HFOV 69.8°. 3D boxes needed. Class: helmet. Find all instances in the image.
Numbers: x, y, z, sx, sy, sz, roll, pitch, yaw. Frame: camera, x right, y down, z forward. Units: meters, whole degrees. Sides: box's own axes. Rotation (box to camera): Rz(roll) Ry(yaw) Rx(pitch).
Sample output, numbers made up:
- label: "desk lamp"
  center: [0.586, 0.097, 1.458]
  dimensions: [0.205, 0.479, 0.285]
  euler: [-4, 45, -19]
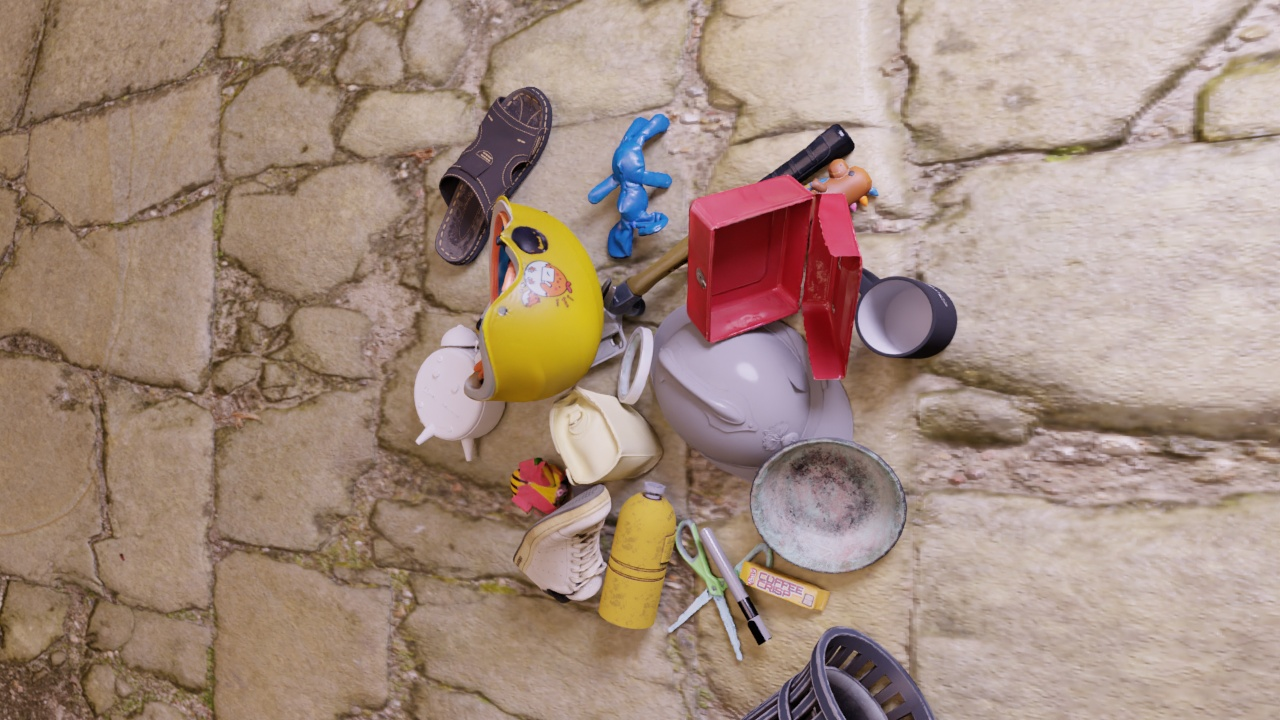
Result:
- label: "helmet"
  center: [-0.111, -0.063, 1.037]
  dimensions: [0.210, 0.139, 0.239]
  euler: [122, 154, -59]
- label: "helmet"
  center: [0.093, 0.038, 1.000]
  dimensions: [0.271, 0.117, 0.184]
  euler: [38, 109, 25]

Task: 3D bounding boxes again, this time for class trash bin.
- label: "trash bin"
  center: [0.163, 0.404, 0.932]
  dimensions: [0.228, 0.164, 0.164]
  euler: [-48, 66, 26]

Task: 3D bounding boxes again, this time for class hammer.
- label: "hammer"
  center: [0.088, -0.149, 1.021]
  dimensions: [0.334, 0.117, 0.025]
  euler: [-35, 75, 22]

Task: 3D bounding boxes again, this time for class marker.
- label: "marker"
  center: [0.106, 0.253, 1.035]
  dimensions: [0.016, 0.016, 0.140]
  euler: [-39, 69, 26]

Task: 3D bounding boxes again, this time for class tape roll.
- label: "tape roll"
  center: [-0.006, 0.006, 1.090]
  dimensions: [0.093, 0.013, 0.093]
  euler: [-167, 91, -76]

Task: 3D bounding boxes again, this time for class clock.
- label: "clock"
  center: [-0.249, 0.043, 1.243]
  dimensions: [0.125, 0.072, 0.161]
  euler: [34, 107, 28]

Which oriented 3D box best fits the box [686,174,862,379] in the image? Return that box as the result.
- label: "box"
  center: [0.127, -0.087, 0.928]
  dimensions: [0.168, 0.153, 0.157]
  euler: [2, 132, 6]

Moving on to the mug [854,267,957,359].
- label: "mug"
  center: [0.254, -0.053, 0.917]
  dimensions: [0.113, 0.087, 0.078]
  euler: [48, 113, 23]

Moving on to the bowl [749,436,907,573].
- label: "bowl"
  center: [0.195, 0.144, 0.956]
  dimensions: [0.157, 0.038, 0.158]
  euler: [5, 111, 13]

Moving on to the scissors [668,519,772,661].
- label: "scissors"
  center: [0.089, 0.262, 1.061]
  dimensions: [0.174, 0.022, 0.171]
  euler: [-28, 77, 23]

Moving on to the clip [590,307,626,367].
- label: "clip"
  center: [-0.087, -0.056, 1.151]
  dimensions: [0.125, 0.072, 0.142]
  euler: [-25, 85, 31]

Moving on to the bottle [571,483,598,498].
- label: "bottle"
  center: [-0.069, 0.145, 1.149]
  dimensions: [0.036, 0.036, 0.110]
  euler: [-2, 88, 32]

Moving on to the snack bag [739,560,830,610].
- label: "snack bag"
  center: [0.157, 0.247, 1.008]
  dimensions: [0.099, 0.020, 0.026]
  euler: [18, 99, 19]

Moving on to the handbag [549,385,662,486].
- label: "handbag"
  center: [-0.044, 0.088, 1.085]
  dimensions: [0.081, 0.119, 0.111]
  euler: [-36, 71, 18]

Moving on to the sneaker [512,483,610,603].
- label: "sneaker"
  center: [-0.081, 0.231, 1.088]
  dimensions: [0.102, 0.088, 0.242]
  euler: [54, 147, 12]

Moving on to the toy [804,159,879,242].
- label: "toy"
  center: [0.214, -0.156, 0.977]
  dimensions: [0.090, 0.070, 0.103]
  euler: [-33, 95, 14]

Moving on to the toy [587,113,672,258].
- label: "toy"
  center: [-0.002, -0.209, 1.095]
  dimensions: [0.113, 0.071, 0.176]
  euler: [11, 96, 43]

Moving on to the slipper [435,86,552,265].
- label: "slipper"
  center: [-0.208, -0.246, 1.218]
  dimensions: [0.113, 0.075, 0.268]
  euler: [43, 111, 25]

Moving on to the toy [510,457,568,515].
- label: "toy"
  center: [-0.131, 0.165, 1.186]
  dimensions: [0.104, 0.046, 0.084]
  euler: [-10, 104, 35]

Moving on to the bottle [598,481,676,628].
- label: "bottle"
  center: [0.001, 0.226, 1.085]
  dimensions: [0.071, 0.071, 0.164]
  euler: [16, 98, 31]
